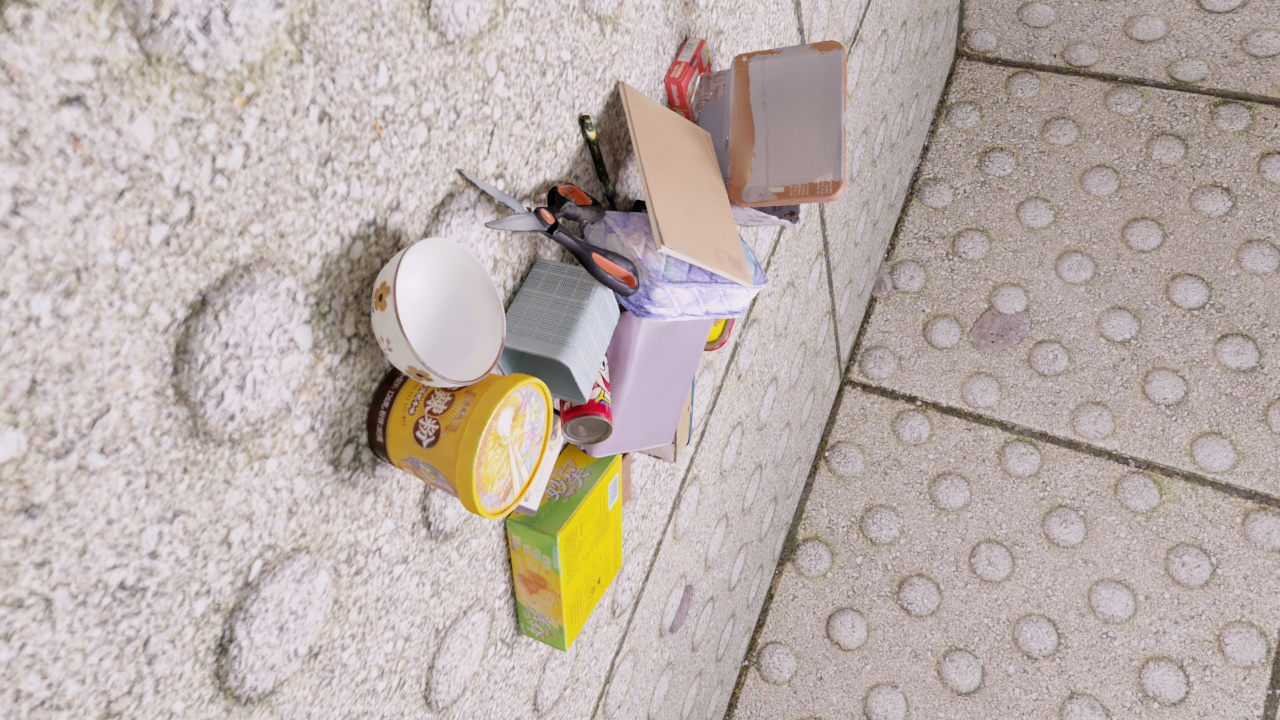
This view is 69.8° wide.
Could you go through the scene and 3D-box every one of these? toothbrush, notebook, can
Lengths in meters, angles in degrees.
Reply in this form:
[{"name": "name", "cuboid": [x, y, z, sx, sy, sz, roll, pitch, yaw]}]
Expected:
[{"name": "toothbrush", "cuboid": [-0.040, -0.192, 0.987, 0.017, 0.012, 0.186, -59, 156, -22]}, {"name": "notebook", "cuboid": [0.050, -0.185, 0.973, 0.149, 0.012, 0.211, 16, 53, -45]}, {"name": "can", "cuboid": [-0.060, 0.020, 0.963, 0.053, 0.053, 0.132, 78, 5, -53]}]

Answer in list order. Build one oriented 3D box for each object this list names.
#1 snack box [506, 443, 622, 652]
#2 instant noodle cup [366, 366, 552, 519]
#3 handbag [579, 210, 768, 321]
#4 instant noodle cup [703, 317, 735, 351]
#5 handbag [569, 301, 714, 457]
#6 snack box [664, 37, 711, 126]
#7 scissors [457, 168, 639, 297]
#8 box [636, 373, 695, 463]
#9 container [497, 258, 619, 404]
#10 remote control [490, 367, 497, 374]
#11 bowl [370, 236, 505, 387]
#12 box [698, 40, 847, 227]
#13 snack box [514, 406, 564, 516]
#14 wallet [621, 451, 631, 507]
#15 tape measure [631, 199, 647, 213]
[{"name": "snack box", "cuboid": [-0.086, 0.223, 1.110, 0.157, 0.070, 0.210, -51, 151, -46]}, {"name": "instant noodle cup", "cuboid": [-0.149, 0.056, 0.752, 0.118, 0.114, 0.119, -50, 150, -45]}, {"name": "handbag", "cuboid": [0.037, -0.105, 1.003, 0.193, 0.134, 0.076, -3, 141, -42]}, {"name": "instant noodle cup", "cuboid": [0.060, -0.086, 1.204, 0.123, 0.116, 0.116, 34, 74, -57]}, {"name": "handbag", "cuboid": [-0.006, 0.006, 1.082, 0.144, 0.098, 0.197, -12, 125, -50]}, {"name": "snack box", "cuboid": [0.067, -0.319, 1.146, 0.075, 0.025, 0.153, -64, 157, -22]}, {"name": "scissors", "cuboid": [-0.070, -0.120, 0.839, 0.022, 0.210, 0.221, -37, -166, 23]}, {"name": "box", "cuboid": [0.024, 0.061, 1.244, 0.059, 0.090, 0.185, -53, 154, -45]}, {"name": "container", "cuboid": [-0.080, -0.032, 0.905, 0.090, 0.090, 0.111, 69, 39, -59]}, {"name": "remote control", "cuboid": [-0.158, -0.008, 0.815, 0.055, 0.020, 0.136, -57, 155, -34]}, {"name": "bowl", "cuboid": [-0.163, -0.032, 0.699, 0.113, 0.062, 0.113, 28, 56, -51]}, {"name": "box", "cuboid": [0.172, -0.261, 1.077, 0.156, 0.194, 0.183, 4, 89, -53]}, {"name": "snack box", "cuboid": [-0.124, 0.093, 0.935, 0.113, 0.053, 0.125, -70, 159, -10]}, {"name": "wallet", "cuboid": [-0.044, 0.188, 1.264, 0.115, 0.020, 0.101, -50, 150, -41]}, {"name": "tape measure", "cuboid": [0.006, -0.155, 1.088, 0.065, 0.033, 0.066, -27, 130, -78]}]
